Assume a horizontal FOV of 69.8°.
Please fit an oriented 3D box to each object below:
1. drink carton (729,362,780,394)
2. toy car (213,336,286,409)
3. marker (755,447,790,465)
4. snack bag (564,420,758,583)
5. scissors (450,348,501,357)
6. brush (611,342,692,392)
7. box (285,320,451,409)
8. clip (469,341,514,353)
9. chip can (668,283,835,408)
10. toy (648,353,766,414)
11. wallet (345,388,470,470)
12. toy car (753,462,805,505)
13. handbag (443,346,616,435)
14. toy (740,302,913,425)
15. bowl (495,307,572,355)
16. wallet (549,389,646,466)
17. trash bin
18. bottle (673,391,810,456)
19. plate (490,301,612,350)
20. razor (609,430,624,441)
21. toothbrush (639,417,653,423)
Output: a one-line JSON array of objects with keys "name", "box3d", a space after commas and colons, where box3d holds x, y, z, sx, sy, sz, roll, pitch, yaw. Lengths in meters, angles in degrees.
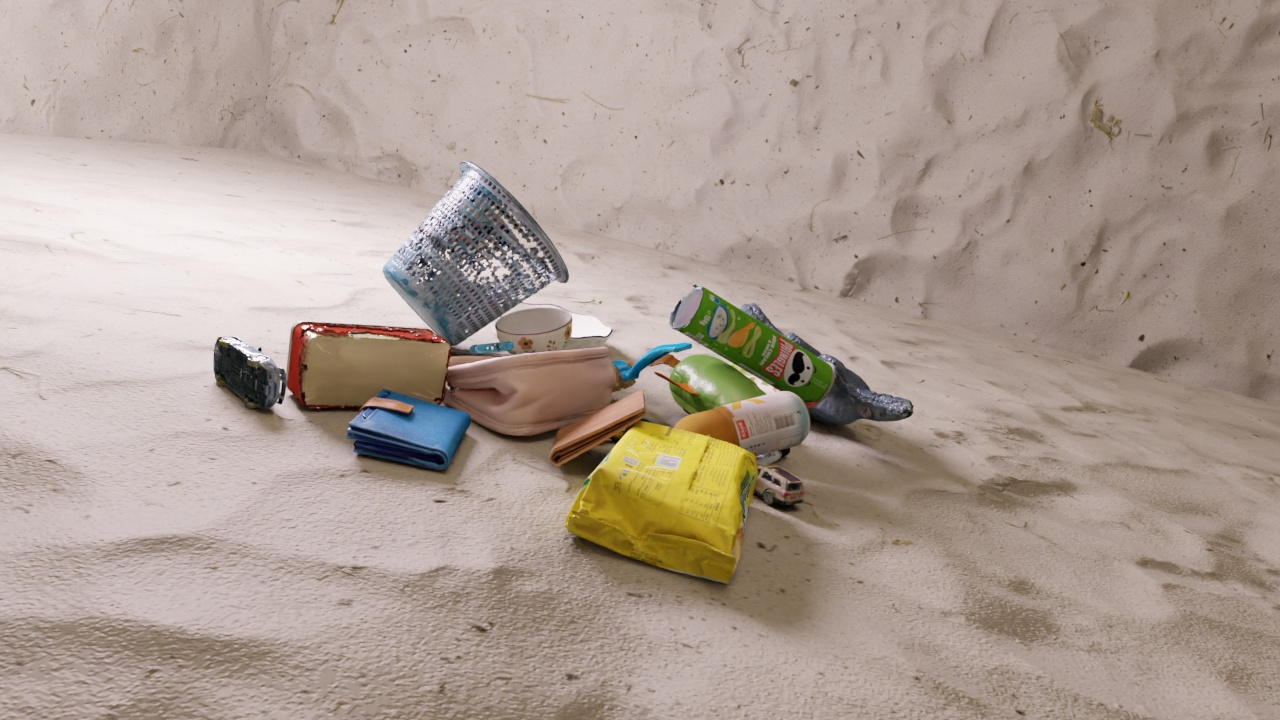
[{"name": "drink carton", "box3d": [0.182, 0.045, 1.389, 0.045, 0.053, 0.122, 4, 16, -39]}, {"name": "toy car", "box3d": [-0.417, 0.012, 0.976, 0.121, 0.054, 0.036, 21, 19, 37]}, {"name": "marker", "box3d": [0.153, 0.120, 1.130, 0.022, 0.018, 0.130, 36, 21, 23]}, {"name": "snack bag", "box3d": [0.030, 0.125, 0.892, 0.158, 0.068, 0.246, 14, 14, 8]}, {"name": "scissors", "box3d": [-0.284, -0.017, 1.306, 0.145, 0.014, 0.172, 17, 14, 14]}, {"name": "brush", "box3d": [-0.007, 0.007, 1.167, 0.083, 0.046, 0.255, -15, -5, -29]}, {"name": "box", "box3d": [-0.300, 0.006, 1.026, 0.168, 0.091, 0.079, 2, 14, -37]}, {"name": "clip", "box3d": [-0.189, -0.016, 1.172, 0.056, 0.014, 0.041, -8, 3, -31]}, {"name": "chip can", "box3d": [0.153, -0.017, 1.236, 0.236, 0.072, 0.072, 29, 7, -21]}, {"name": "toy", "box3d": [0.108, 0.049, 1.232, 0.226, 0.090, 0.247, 18, 13, -29]}, {"name": "wallet", "box3d": [-0.237, 0.069, 0.949, 0.106, 0.040, 0.133, 16, 12, -4]}, {"name": "toy car", "box3d": [0.142, 0.134, 1.029, 0.042, 0.035, 0.090, 3, 14, -39]}, {"name": "handbag", "box3d": [-0.168, 0.023, 1.140, 0.235, 0.093, 0.192, 7, 9, 36]}, {"name": "toy", "box3d": [0.270, 0.028, 1.378, 0.091, 0.138, 0.356, -28, 38, -21]}, {"name": "bowl", "box3d": [-0.154, -0.032, 1.350, 0.113, 0.062, 0.113, -3, 22, 1]}, {"name": "wallet", "box3d": [-0.045, 0.070, 1.001, 0.115, 0.020, 0.101, -28, 9, 5]}, {"name": "trash bin", "box3d": [-0.248, -0.135, 1.312, 0.226, 0.195, 0.227, 45, -10, 10]}, {"name": "bottle", "box3d": [0.105, 0.085, 1.072, 0.189, 0.068, 0.068, -12, 22, -20]}, {"name": "plate", "box3d": [-0.151, -0.052, 1.503, 0.205, 0.046, 0.204, 12, 14, -3]}, {"name": "razor", "box3d": [-0.014, 0.088, 1.104, 0.142, 0.022, 0.043, 5, -21, -30]}, {"name": "toothbrush", "box3d": [-0.066, 0.056, 1.202, 0.192, 0.016, 0.018, 18, 5, 22]}]
